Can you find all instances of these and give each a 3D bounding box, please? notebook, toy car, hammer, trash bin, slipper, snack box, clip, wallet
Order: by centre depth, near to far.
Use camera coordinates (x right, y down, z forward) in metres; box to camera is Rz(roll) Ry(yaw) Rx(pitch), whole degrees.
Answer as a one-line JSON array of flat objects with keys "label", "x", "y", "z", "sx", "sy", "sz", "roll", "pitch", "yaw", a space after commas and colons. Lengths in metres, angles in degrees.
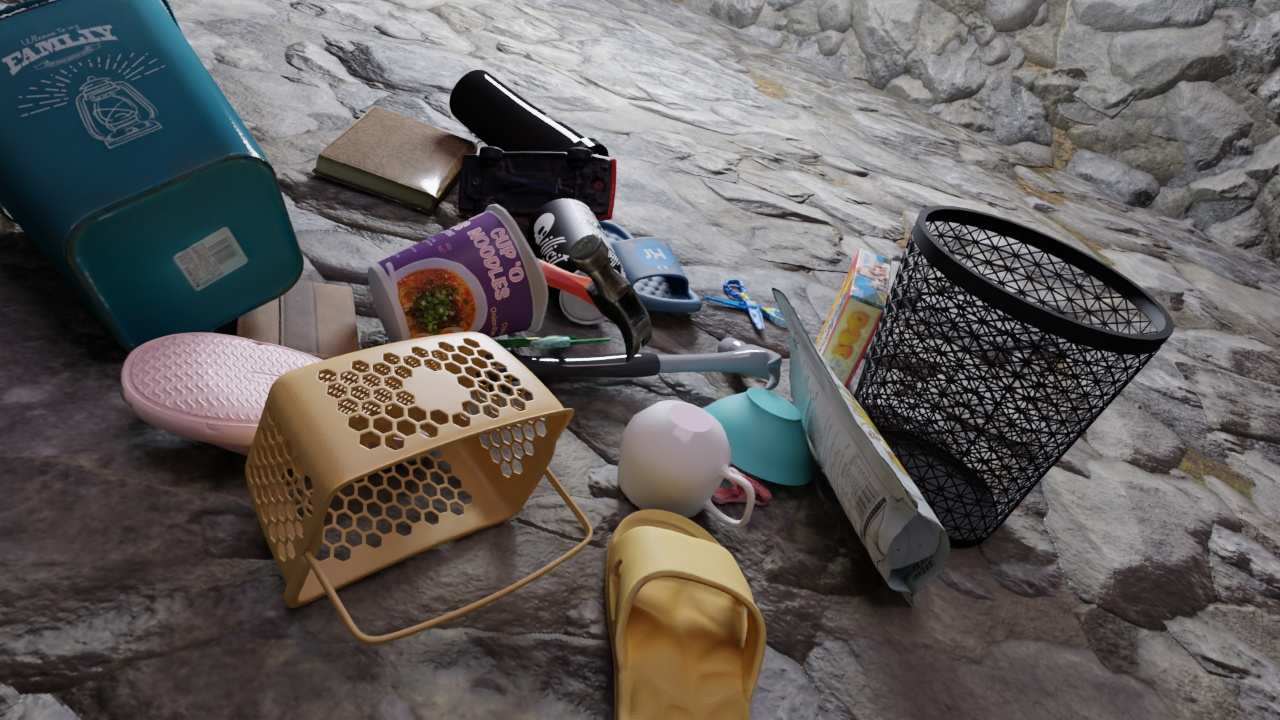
[{"label": "slipper", "x": 0.031, "y": 0.174, "z": 0.580, "sx": 0.099, "sy": 0.079, "sz": 0.262, "roll": 17, "pitch": 30, "yaw": -9}, {"label": "slipper", "x": -0.252, "y": 0.037, "z": 0.660, "sx": 0.221, "sy": 0.056, "sz": 0.106, "roll": 14, "pitch": 29, "yaw": -32}, {"label": "trash bin", "x": -0.396, "y": -0.142, "z": 0.721, "sx": 0.196, "sy": 0.200, "sz": 0.218, "roll": -33, "pitch": 63, "yaw": -25}, {"label": "clip", "x": 0.086, "y": 0.104, "z": 0.771, "sx": 0.058, "sy": 0.050, "sz": 0.023, "roll": -8, "pitch": 41, "yaw": -18}, {"label": "wallet", "x": -0.292, "y": -0.033, "z": 0.782, "sx": 0.098, "sy": 0.027, "sz": 0.121, "roll": 5, "pitch": 33, "yaw": -27}, {"label": "trash bin", "x": 0.295, "y": 0.022, "z": 0.817, "sx": 0.217, "sy": 0.244, "sz": 0.216, "roll": 15, "pitch": 30, "yaw": -9}, {"label": "hammer", "x": -0.005, "y": 0.005, "z": 0.861, "sx": 0.310, "sy": 0.029, "sz": 0.125, "roll": -1, "pitch": 13, "yaw": -25}, {"label": "hammer", "x": -0.100, "y": -0.087, "z": 0.870, "sx": 0.033, "sy": 0.133, "sz": 0.333, "roll": -45, "pitch": 37, "yaw": -14}, {"label": "snack box", "x": 0.211, "y": -0.026, "z": 0.950, "sx": 0.040, "sy": 0.143, "sz": 0.144, "roll": 23, "pitch": 29, "yaw": 6}, {"label": "slipper", "x": -0.011, "y": -0.115, "z": 1.054, "sx": 0.103, "sy": 0.059, "sz": 0.213, "roll": -7, "pitch": 38, "yaw": -35}, {"label": "toy car", "x": -0.122, "y": -0.203, "z": 1.072, "sx": 0.189, "sy": 0.081, "sz": 0.056, "roll": 4, "pitch": -6, "yaw": 9}, {"label": "notebook", "x": -0.275, "y": -0.246, "z": 1.136, "sx": 0.190, "sy": 0.035, "sz": 0.215, "roll": 18, "pitch": 30, "yaw": -6}]

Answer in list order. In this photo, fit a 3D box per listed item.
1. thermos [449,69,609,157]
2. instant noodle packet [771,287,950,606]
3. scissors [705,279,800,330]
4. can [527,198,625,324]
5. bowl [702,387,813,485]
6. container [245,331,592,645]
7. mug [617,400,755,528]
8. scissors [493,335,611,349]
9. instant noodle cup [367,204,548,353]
[{"label": "thermos", "x": -0.146, "y": -0.284, "z": 1.175, "sx": 0.218, "sy": 0.106, "sz": 0.105, "roll": 41, "pitch": 35, "yaw": 17}, {"label": "instant noodle packet", "x": 0.175, "y": 0.065, "z": 0.784, "sx": 0.057, "sy": 0.147, "sz": 0.268, "roll": -16, "pitch": 42, "yaw": -4}, {"label": "scissors", "x": 0.136, "y": -0.064, "z": 1.104, "sx": 0.129, "sy": 0.013, "sz": 0.125, "roll": 11, "pitch": 30, "yaw": -10}, {"label": "can", "x": -0.069, "y": -0.108, "z": 0.979, "sx": 0.080, "sy": 0.080, "sz": 0.146, "roll": 5, "pitch": 35, "yaw": -24}, {"label": "bowl", "x": 0.110, "y": 0.058, "z": 0.827, "sx": 0.121, "sy": 0.046, "sz": 0.121, "roll": 22, "pitch": 20, "yaw": -9}, {"label": "container", "x": -0.132, "y": 0.080, "z": 0.581, "sx": 0.183, "sy": 0.129, "sz": 0.167, "roll": -16, "pitch": 59, "yaw": -46}, {"label": "mug", "x": 0.041, "y": 0.084, "z": 0.732, "sx": 0.124, "sy": 0.076, "sz": 0.090, "roll": 34, "pitch": 33, "yaw": 23}, {"label": "scissors", "x": -0.077, "y": -0.018, "z": 0.856, "sx": 0.129, "sy": 0.012, "sz": 0.117, "roll": -4, "pitch": 5, "yaw": -27}, {"label": "instant noodle cup", "x": -0.164, "y": -0.061, "z": 0.805, "sx": 0.121, "sy": 0.122, "sz": 0.137, "roll": -22, "pitch": 24, "yaw": -23}]
